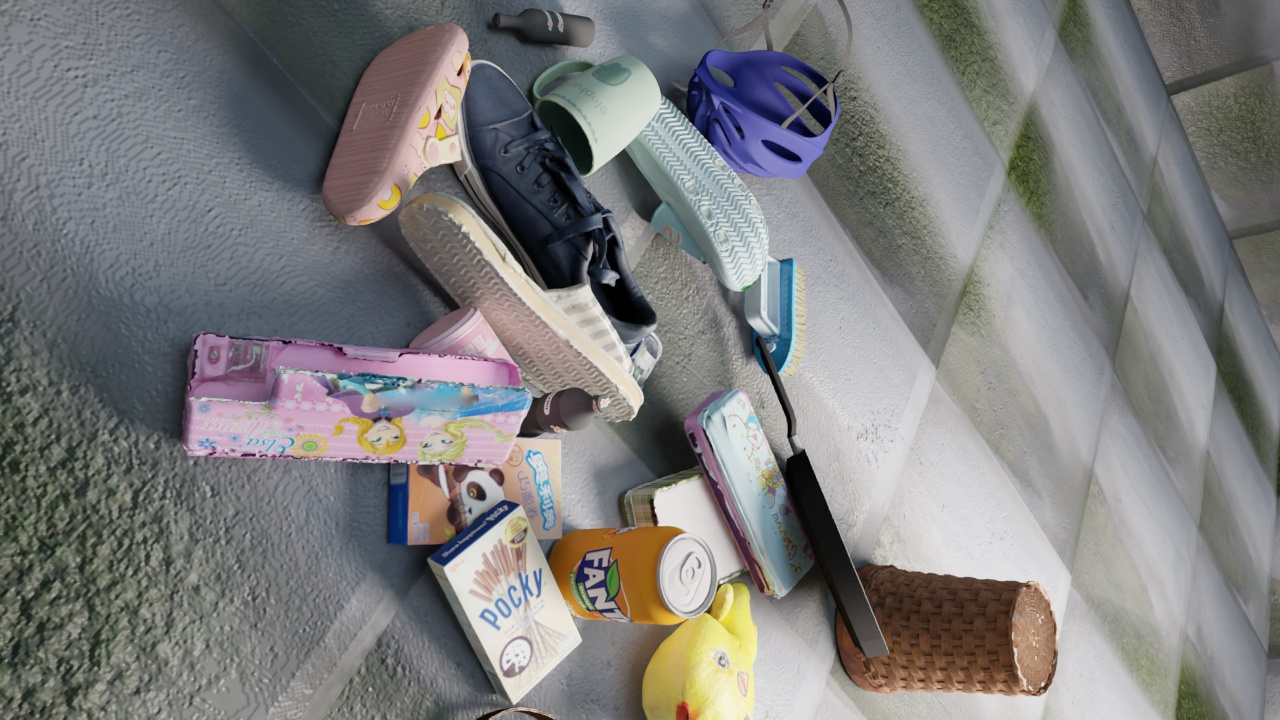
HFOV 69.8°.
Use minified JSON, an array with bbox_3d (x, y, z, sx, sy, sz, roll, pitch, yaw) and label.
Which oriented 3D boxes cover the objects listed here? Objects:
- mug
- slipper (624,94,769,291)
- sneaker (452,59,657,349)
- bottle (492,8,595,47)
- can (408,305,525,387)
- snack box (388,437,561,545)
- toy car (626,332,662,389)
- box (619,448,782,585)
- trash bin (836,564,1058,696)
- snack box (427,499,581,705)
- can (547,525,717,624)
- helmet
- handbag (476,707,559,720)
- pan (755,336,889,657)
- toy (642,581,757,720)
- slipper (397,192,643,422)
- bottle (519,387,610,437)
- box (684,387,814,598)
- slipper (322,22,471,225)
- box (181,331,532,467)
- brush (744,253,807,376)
[{"bbox_3d":[-0.048,-0.246,0.873,0.111,0.084,0.103,39,65,19],"label":"mug"},{"bbox_3d":[0.045,-0.178,0.964,0.245,0.074,0.103,53,48,-1],"label":"slipper"},{"bbox_3d":[-0.068,-0.136,0.808,0.120,0.128,0.294,-41,107,-42],"label":"sneaker"},{"bbox_3d":[-0.095,-0.322,0.885,0.112,0.030,0.030,-12,90,-44],"label":"bottle"},{"bbox_3d":[-0.142,0.003,0.746,0.067,0.067,0.076,-47,114,-39],"label":"can"},{"bbox_3d":[-0.132,0.106,0.756,0.151,0.034,0.087,8,77,-42],"label":"snack box"},{"bbox_3d":[-0.005,0.005,0.903,0.039,0.027,0.089,48,53,-28],"label":"toy car"},{"bbox_3d":[0.073,0.164,0.931,0.205,0.050,0.117,-14,93,-44],"label":"box"},{"bbox_3d":[0.354,0.311,1.054,0.151,0.211,0.151,11,74,-43],"label":"trash bin"},{"bbox_3d":[-0.106,0.194,0.739,0.081,0.026,0.150,-38,121,-33],"label":"snack box"},{"bbox_3d":[-0.010,0.182,0.781,0.079,0.143,0.079,11,74,-42],"label":"can"},{"bbox_3d":[0.158,-0.304,0.992,0.240,0.228,0.147,-7,55,-47],"label":"helmet"},{"bbox_3d":[-0.088,0.353,0.732,0.166,0.063,0.138,38,48,-32],"label":"handbag"},{"bbox_3d":[0.182,0.143,0.982,0.225,0.034,0.356,20,48,-80],"label":"pan"},{"bbox_3d":[0.067,0.292,0.873,0.207,0.092,0.134,-35,115,-52],"label":"toy"},{"bbox_3d":[-0.091,-0.042,0.766,0.272,0.115,0.053,47,51,-33],"label":"slipper"},{"bbox_3d":[-0.067,0.043,0.778,0.036,0.110,0.036,11,74,-42],"label":"bottle"},{"bbox_3d":[0.112,0.132,0.915,0.076,0.036,0.214,-37,109,-42],"label":"box"},{"bbox_3d":[-0.187,-0.181,0.740,0.081,0.093,0.196,50,51,-50],"label":"slipper"},{"bbox_3d":[-0.191,0.032,0.642,0.230,0.077,0.084,6,91,-28],"label":"box"},{"bbox_3d":[0.149,-0.049,1.042,0.075,0.055,0.135,16,70,-45],"label":"brush"}]
